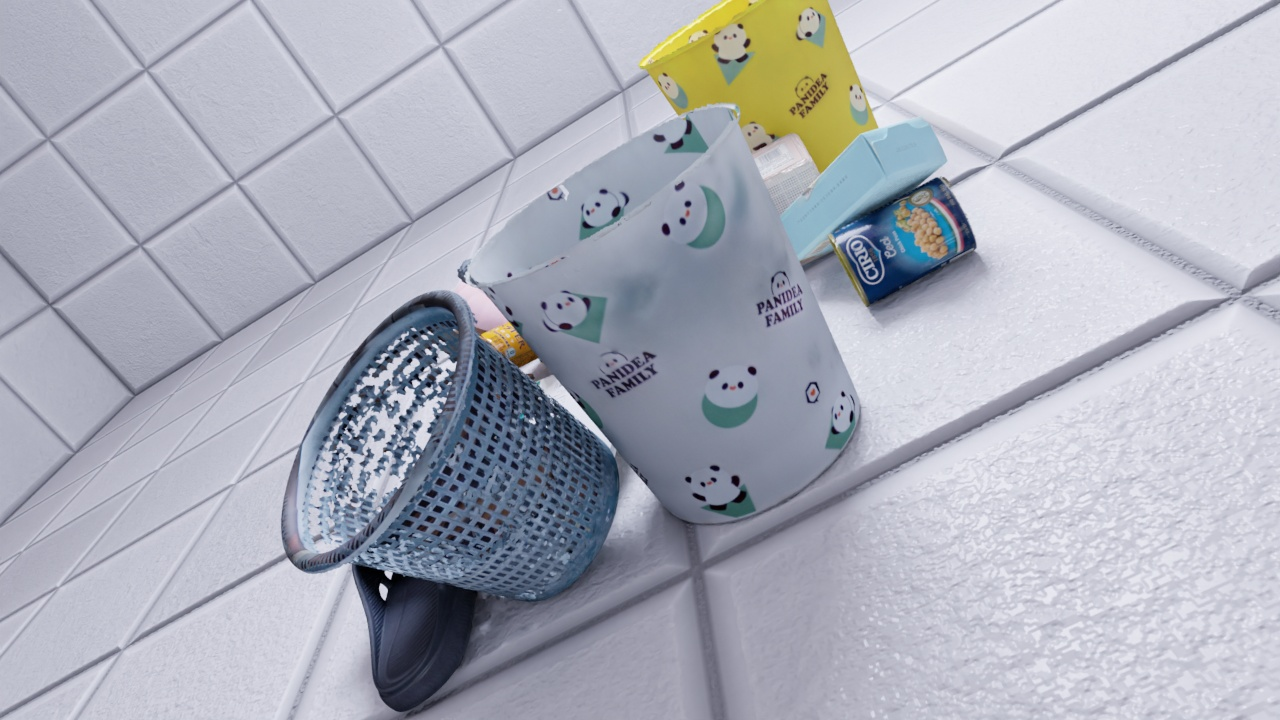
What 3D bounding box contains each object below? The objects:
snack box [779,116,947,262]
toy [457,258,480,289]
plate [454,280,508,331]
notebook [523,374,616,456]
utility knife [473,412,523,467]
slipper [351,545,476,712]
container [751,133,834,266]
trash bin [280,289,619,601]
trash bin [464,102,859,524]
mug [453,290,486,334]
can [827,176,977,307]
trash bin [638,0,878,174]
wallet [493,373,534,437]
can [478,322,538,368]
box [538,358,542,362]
[{"bbox_3d":[0.200,-0.156,0.862,0.074,0.051,0.175,-22,-10,-25],"label":"snack box"},{"bbox_3d":[-0.058,-0.098,1.129,0.355,0.138,0.091,-18,38,-32],"label":"toy"},{"bbox_3d":[-0.168,-0.100,1.287,0.192,0.039,0.192,2,33,-1],"label":"plate"},{"bbox_3d":[-0.075,0.080,0.864,0.151,0.012,0.208,-23,39,37],"label":"notebook"},{"bbox_3d":[-0.166,0.100,1.033,0.029,0.013,0.174,-13,30,45],"label":"utility knife"},{"bbox_3d":[-0.197,0.180,0.802,0.111,0.083,0.267,-39,24,11],"label":"slipper"},{"bbox_3d":[0.161,-0.173,0.995,0.090,0.111,0.089,-25,36,13],"label":"container"},{"bbox_3d":[-0.133,0.090,0.720,0.227,0.195,0.226,-31,40,31],"label":"trash bin"},{"bbox_3d":[0.031,-0.027,0.706,0.230,0.252,0.229,-28,23,13],"label":"trash bin"},{"bbox_3d":[-0.224,-0.067,1.334,0.082,0.114,0.105,-55,4,35],"label":"mug"},{"bbox_3d":[0.236,-0.107,0.827,0.111,0.075,0.075,-28,22,12],"label":"can"},{"bbox_3d":[0.161,-0.306,1.098,0.230,0.255,0.229,-30,21,13],"label":"trash bin"},{"bbox_3d":[-0.187,0.059,1.128,0.125,0.032,0.101,-3,40,53],"label":"wallet"},{"bbox_3d":[-0.143,-0.028,1.159,0.058,0.058,0.145,-9,15,46],"label":"can"},{"bbox_3d":[-0.064,-0.009,1.012,0.163,0.086,0.076,54,-125,-85],"label":"box"}]
